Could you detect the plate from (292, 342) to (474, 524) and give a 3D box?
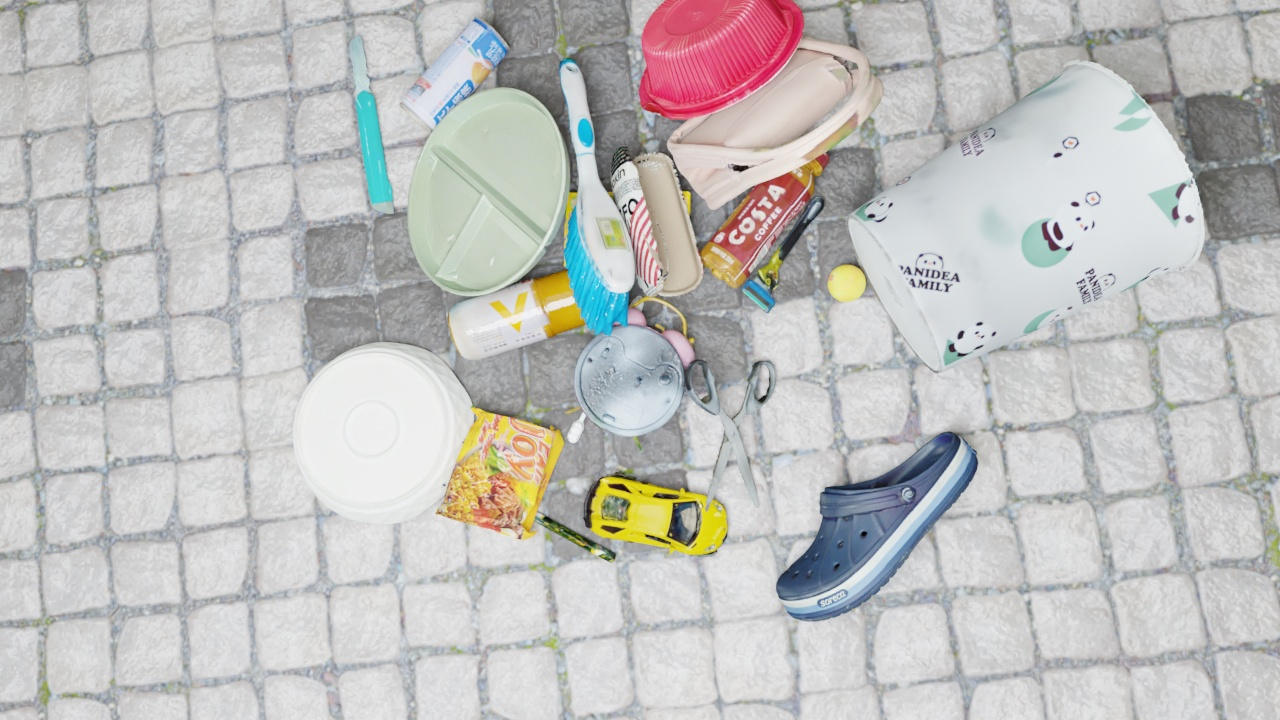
[{"bbox_3d":[-0.289,0.078,1.013,0.205,0.045,0.204,-1,82,4],"label":"plate"}]

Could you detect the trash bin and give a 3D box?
[{"bbox_3d":[0.358,-0.125,0.901,0.252,0.229,0.229,-30,81,7],"label":"trash bin"}]

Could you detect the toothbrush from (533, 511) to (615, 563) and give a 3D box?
[{"bbox_3d":[-0.109,0.171,0.999,0.186,0.017,0.012,27,51,7],"label":"toothbrush"}]

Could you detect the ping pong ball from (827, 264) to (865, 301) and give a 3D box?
[{"bbox_3d":[0.222,-0.083,0.990,0.040,0.040,0.040,-1,83,5],"label":"ping pong ball"}]

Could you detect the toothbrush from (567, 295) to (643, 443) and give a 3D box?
[{"bbox_3d":[-0.038,0.009,1.013,0.016,0.016,0.180,26,85,-2],"label":"toothbrush"}]

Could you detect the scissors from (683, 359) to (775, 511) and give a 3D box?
[{"bbox_3d":[0.099,0.072,0.976,0.159,0.014,0.181,-39,106,-20],"label":"scissors"}]

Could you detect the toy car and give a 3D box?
[{"bbox_3d":[0.018,0.165,0.978,0.156,0.041,0.071,12,84,5],"label":"toy car"}]

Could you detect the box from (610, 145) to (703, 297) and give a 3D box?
[{"bbox_3d":[0.019,-0.149,0.971,0.087,0.076,0.162,-13,79,-22],"label":"box"}]

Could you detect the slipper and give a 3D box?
[{"bbox_3d":[0.231,0.157,0.926,0.252,0.105,0.095,-42,89,-4],"label":"slipper"}]

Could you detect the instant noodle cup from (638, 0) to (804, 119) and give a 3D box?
[{"bbox_3d":[0.072,-0.344,0.971,0.194,0.066,0.193,-18,48,21],"label":"instant noodle cup"}]

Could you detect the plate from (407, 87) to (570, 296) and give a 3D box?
[{"bbox_3d":[-0.166,-0.181,0.997,0.231,0.027,0.230,-5,81,32],"label":"plate"}]

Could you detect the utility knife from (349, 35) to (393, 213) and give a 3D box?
[{"bbox_3d":[-0.316,-0.276,1.074,0.029,0.013,0.222,-11,84,5],"label":"utility knife"}]

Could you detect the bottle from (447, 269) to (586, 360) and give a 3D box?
[{"bbox_3d":[-0.113,-0.056,1.002,0.189,0.068,0.068,-17,82,2],"label":"bottle"}]

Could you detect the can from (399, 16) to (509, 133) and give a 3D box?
[{"bbox_3d":[-0.214,-0.325,1.051,0.053,0.053,0.134,41,88,8],"label":"can"}]

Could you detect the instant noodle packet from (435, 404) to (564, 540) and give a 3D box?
[{"bbox_3d":[-0.148,0.119,0.985,0.111,0.044,0.128,17,70,-2],"label":"instant noodle packet"}]

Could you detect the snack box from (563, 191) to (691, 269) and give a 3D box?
[{"bbox_3d":[-0.014,-0.143,1.023,0.140,0.034,0.087,0,83,3],"label":"snack box"}]

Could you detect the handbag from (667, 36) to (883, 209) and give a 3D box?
[{"bbox_3d":[0.148,-0.240,0.918,0.193,0.234,0.093,-43,111,-7],"label":"handbag"}]

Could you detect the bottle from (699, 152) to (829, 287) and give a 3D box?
[{"bbox_3d":[0.137,-0.162,0.999,0.057,0.057,0.175,38,87,8],"label":"bottle"}]

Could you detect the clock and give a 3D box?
[{"bbox_3d":[-0.006,0.006,0.982,0.117,0.060,0.158,27,84,-4],"label":"clock"}]

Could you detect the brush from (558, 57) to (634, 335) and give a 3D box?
[{"bbox_3d":[-0.055,-0.180,0.970,0.060,0.110,0.314,-3,54,-19],"label":"brush"}]

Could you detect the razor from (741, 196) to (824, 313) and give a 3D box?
[{"bbox_3d":[0.159,-0.122,1.010,0.042,0.022,0.142,37,82,-24],"label":"razor"}]
